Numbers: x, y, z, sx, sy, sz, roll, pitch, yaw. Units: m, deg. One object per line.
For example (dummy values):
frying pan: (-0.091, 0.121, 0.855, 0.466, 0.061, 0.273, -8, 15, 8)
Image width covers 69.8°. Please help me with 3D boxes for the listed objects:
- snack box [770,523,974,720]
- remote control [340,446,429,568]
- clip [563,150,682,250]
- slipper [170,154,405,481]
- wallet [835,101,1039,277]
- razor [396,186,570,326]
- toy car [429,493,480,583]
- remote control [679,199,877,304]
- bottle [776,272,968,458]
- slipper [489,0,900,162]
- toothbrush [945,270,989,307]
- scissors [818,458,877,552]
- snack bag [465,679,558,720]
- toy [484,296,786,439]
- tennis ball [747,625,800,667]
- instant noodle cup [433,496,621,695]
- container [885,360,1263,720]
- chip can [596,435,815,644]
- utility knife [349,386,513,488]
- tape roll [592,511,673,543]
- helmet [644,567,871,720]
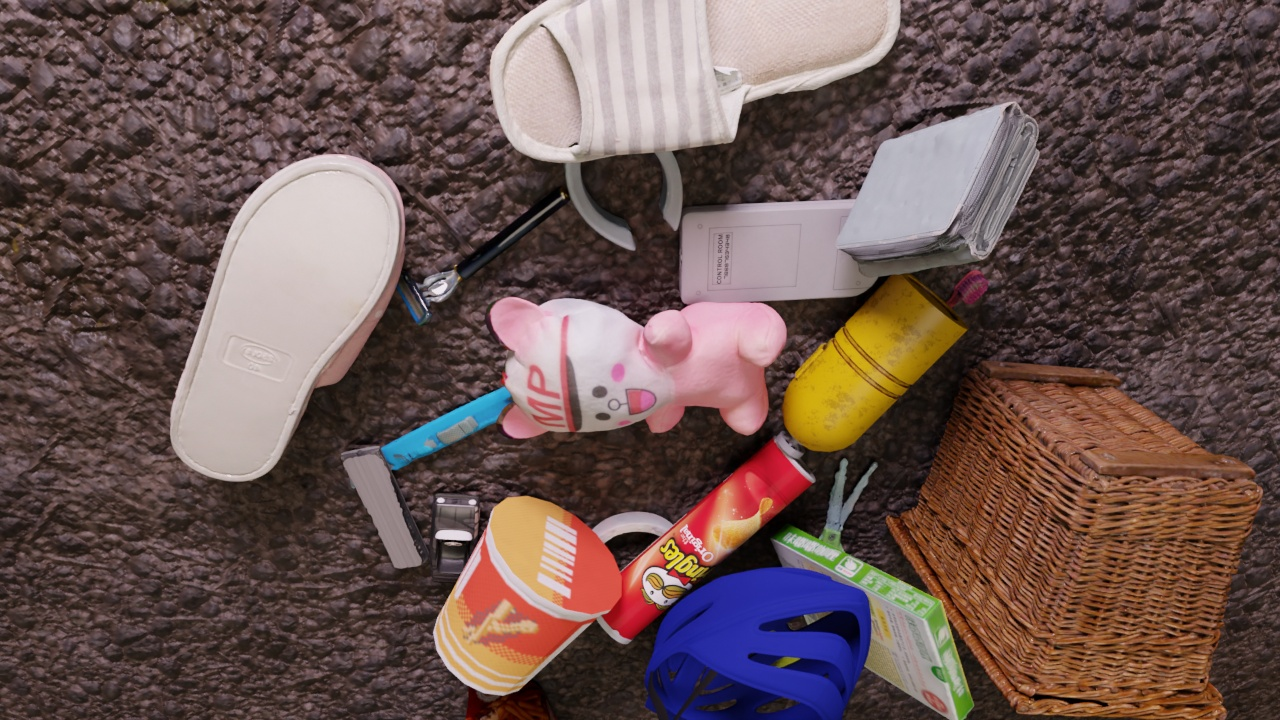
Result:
snack box: (0.193, 0.219, 0.778, 0.027, 0.168, 0.132, -38, 122, -22)
remote control: (-0.211, 0.125, 0.767, 0.033, 0.013, 0.137, -11, 126, 1)
clip: (-0.042, -0.143, 0.623, 0.115, 0.028, 0.163, -24, 119, 6)
slipper: (-0.254, -0.028, 0.654, 0.114, 0.054, 0.275, 28, 111, -21)
wallet: (0.191, -0.106, 0.596, 0.054, 0.132, 0.100, 26, 84, -14)
razor: (-0.110, -0.079, 0.660, 0.144, 0.022, 0.043, -33, 79, 9)
toy car: (-0.159, 0.155, 0.782, 0.040, 0.037, 0.092, 5, 120, -9)
remote control: (0.104, -0.081, 0.681, 0.151, 0.019, 0.074, -3, 121, -4)
bottle: (0.168, 0.011, 0.715, 0.071, 0.071, 0.164, 31, 113, -22)
slipper: (0.041, -0.194, 0.571, 0.272, 0.054, 0.114, -19, 114, -8)
toothbrush: (0.206, 0.001, 0.742, 0.016, 0.016, 0.190, 33, 112, -23)
scissors: (0.183, 0.158, 0.837, 0.093, 0.032, 0.175, 15, 122, -11)
snack bag: (-0.112, 0.392, 0.830, 0.139, 0.207, 0.067, 34, 111, -22)
toy: (-0.004, 0.004, 0.678, 0.213, 0.084, 0.142, -5, 143, -6)
tennis ball: (0.118, 0.275, 0.868, 0.065, 0.065, 0.065, -3, 121, -5)
instant noodle cup: (-0.101, 0.200, 0.762, 0.123, 0.123, 0.121, 29, 112, -21)
container: (0.325, 0.118, 0.705, 0.162, 0.249, 0.183, 5, 110, -9)
chip can: (0.051, 0.152, 0.778, 0.215, 0.051, 0.052, -43, 116, 9)
utility knife: (-0.160, 0.060, 0.740, 0.186, 0.015, 0.031, -26, 120, 11)
tape roll: (-0.006, 0.177, 0.824, 0.094, 0.018, 0.094, -3, 121, -5)
helmet: (0.084, 0.281, 0.730, 0.147, 0.227, 0.242, 34, 135, -18)
